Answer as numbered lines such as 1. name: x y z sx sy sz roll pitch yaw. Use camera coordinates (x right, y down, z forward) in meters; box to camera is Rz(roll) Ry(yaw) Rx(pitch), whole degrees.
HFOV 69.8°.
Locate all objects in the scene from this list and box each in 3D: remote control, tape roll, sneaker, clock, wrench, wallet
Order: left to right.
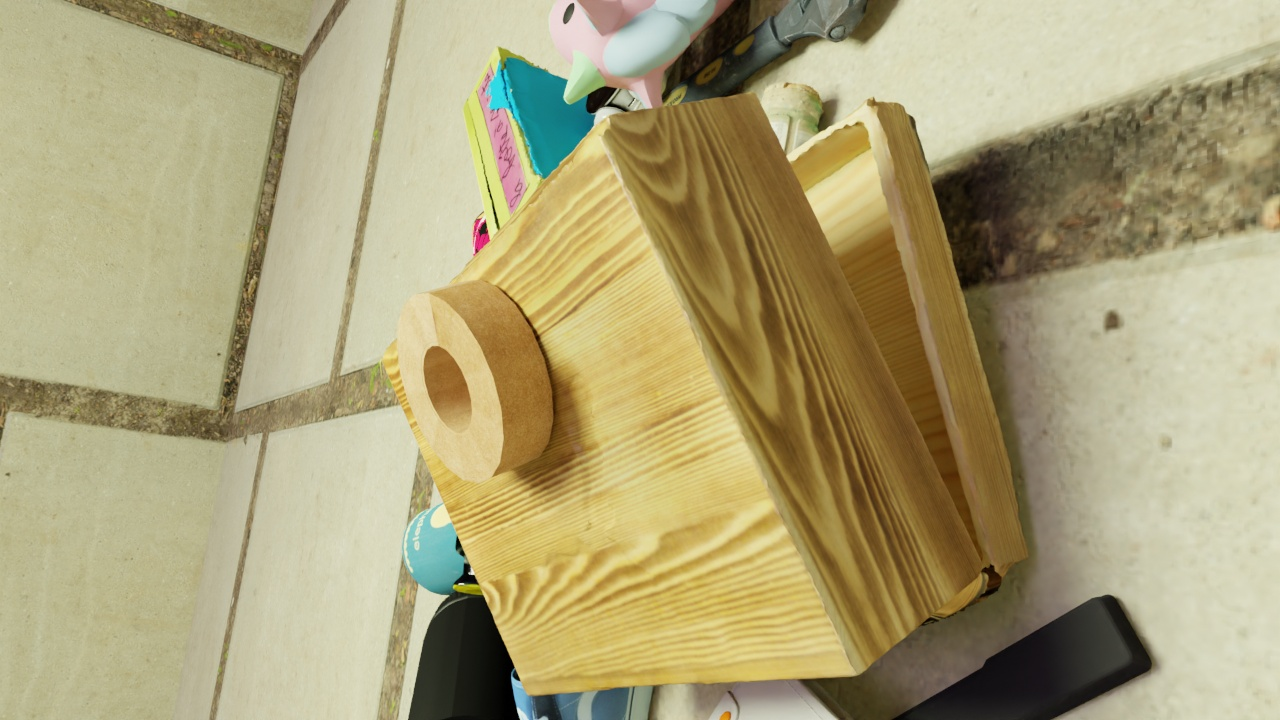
1. tape roll: -0.081 0.010 0.439 0.094 0.027 0.094 26 125 42
2. sneaker: -0.052 0.245 0.608 0.084 0.098 0.241 1 80 58
3. clock: -0.006 -0.230 0.750 0.095 0.035 0.122 -44 31 40
4. wrench: 0.074 -0.211 0.643 0.274 0.022 0.073 -19 59 57
5. wallet: 0.055 0.210 0.447 0.115 0.037 0.118 -56 8 -5
6. remote control: 0.152 0.146 0.395 0.137 0.015 0.032 -51 40 36

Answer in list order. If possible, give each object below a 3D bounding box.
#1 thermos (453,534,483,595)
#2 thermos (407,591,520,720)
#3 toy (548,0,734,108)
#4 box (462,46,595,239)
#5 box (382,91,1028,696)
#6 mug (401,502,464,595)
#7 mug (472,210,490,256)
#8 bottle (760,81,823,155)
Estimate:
1. thermos: -0.091 0.079 0.747 0.098 0.098 0.220 -28 50 51
2. thermos: -0.129 0.246 0.705 0.198 0.086 0.086 -113 43 -73
3. toy: 0.027 -0.271 0.643 0.222 0.120 0.171 -32 40 10
4. box: -0.072 -0.165 0.775 0.079 0.124 0.220 -54 39 29
5. box: 0.030 0.039 0.489 0.280 0.191 0.251 -30 81 51
6. mug: -0.145 0.149 0.824 0.104 0.084 0.111 -27 27 44
7. mug: -0.096 -0.089 0.836 0.118 0.082 0.098 -22 56 21
8. bottle: 0.086 -0.116 0.575 0.043 0.043 0.111 2 79 58
